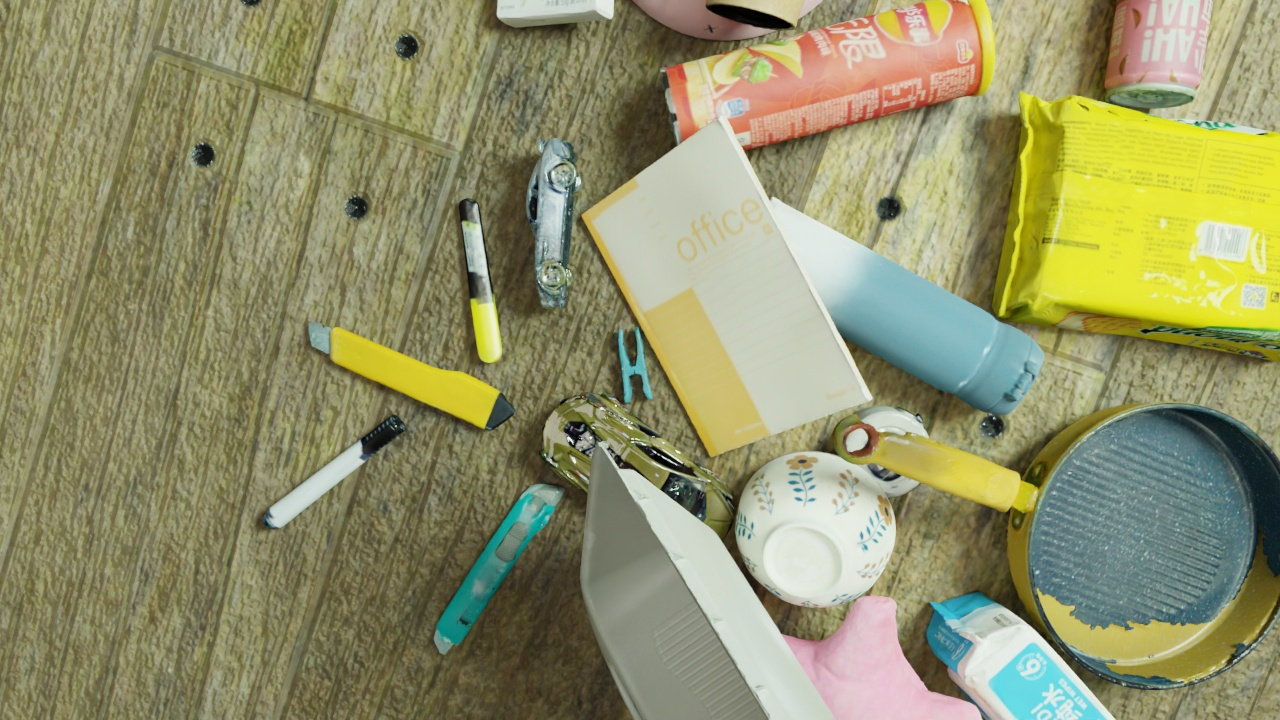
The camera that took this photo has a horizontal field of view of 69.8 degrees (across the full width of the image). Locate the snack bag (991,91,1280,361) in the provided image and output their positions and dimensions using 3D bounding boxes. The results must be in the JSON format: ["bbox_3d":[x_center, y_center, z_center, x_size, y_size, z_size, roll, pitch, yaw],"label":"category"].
[{"bbox_3d":[0.367,-0.089,0.623,0.246,0.068,0.158,8,94,2],"label":"snack bag"}]

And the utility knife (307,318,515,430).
[{"bbox_3d":[-0.174,0.009,0.690,0.173,0.015,0.033,23,89,3],"label":"utility knife"}]

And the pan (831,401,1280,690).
[{"bbox_3d":[0.281,0.100,0.608,0.357,0.078,0.197,19,91,-7],"label":"pan"}]

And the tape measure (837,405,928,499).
[{"bbox_3d":[0.176,0.066,0.662,0.066,0.033,0.066,-25,95,4],"label":"tape measure"}]

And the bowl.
[{"bbox_3d":[0.118,0.126,0.639,0.113,0.062,0.113,5,108,16],"label":"bowl"}]

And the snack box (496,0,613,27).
[{"bbox_3d":[-0.055,-0.317,0.641,0.085,0.026,0.157,6,96,27],"label":"snack box"}]

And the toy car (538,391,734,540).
[{"bbox_3d":[-0.001,0.084,0.673,0.158,0.042,0.070,34,96,-2],"label":"toy car"}]

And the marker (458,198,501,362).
[{"bbox_3d":[-0.120,-0.060,0.684,0.018,0.015,0.124,-8,90,3],"label":"marker"}]

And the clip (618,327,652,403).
[{"bbox_3d":[-0.006,0.004,0.680,0.046,0.014,0.057,-7,92,6],"label":"clip"}]

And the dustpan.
[{"bbox_3d":[0.017,0.200,0.568,0.143,0.257,0.222,-36,66,6],"label":"dustpan"}]

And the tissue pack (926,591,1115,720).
[{"bbox_3d":[0.264,0.229,0.639,0.063,0.090,0.140,-42,90,0],"label":"tissue pack"}]

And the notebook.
[{"bbox_3d":[0.053,-0.042,0.634,0.146,0.010,0.206,-26,93,42],"label":"notebook"}]

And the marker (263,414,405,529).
[{"bbox_3d":[-0.233,0.085,0.696,0.131,0.022,0.018,-37,96,4],"label":"marker"}]

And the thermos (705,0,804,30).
[{"bbox_3d":[0.087,-0.290,0.581,0.093,0.093,0.143,15,103,2],"label":"thermos"}]

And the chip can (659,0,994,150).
[{"bbox_3d":[0.124,-0.191,0.630,0.217,0.073,0.073,-14,93,5],"label":"chip can"}]

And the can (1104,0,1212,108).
[{"bbox_3d":[0.353,-0.249,0.617,0.058,0.058,0.147,6,94,3],"label":"can"}]

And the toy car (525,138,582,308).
[{"bbox_3d":[-0.063,-0.097,0.657,0.037,0.054,0.120,3,95,1],"label":"toy car"}]

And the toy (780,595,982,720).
[{"bbox_3d":[0.131,0.238,0.645,0.178,0.074,0.195,33,117,11],"label":"toy"}]

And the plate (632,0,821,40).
[{"bbox_3d":[0.063,-0.326,0.641,0.192,0.039,0.192,0,94,4],"label":"plate"}]

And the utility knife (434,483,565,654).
[{"bbox_3d":[-0.111,0.157,0.697,0.029,0.013,0.160,34,95,3],"label":"utility knife"}]

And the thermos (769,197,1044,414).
[{"bbox_3d":[0.171,-0.034,0.639,0.220,0.070,0.070,29,95,3],"label":"thermos"}]
